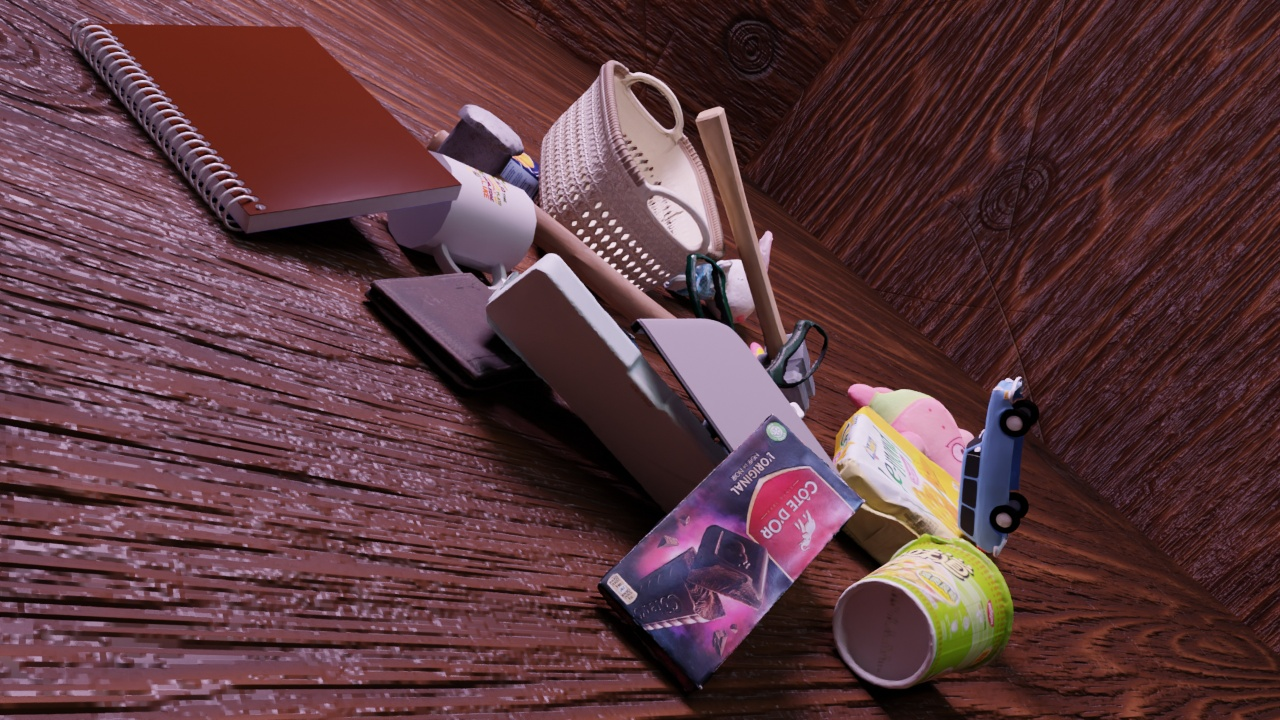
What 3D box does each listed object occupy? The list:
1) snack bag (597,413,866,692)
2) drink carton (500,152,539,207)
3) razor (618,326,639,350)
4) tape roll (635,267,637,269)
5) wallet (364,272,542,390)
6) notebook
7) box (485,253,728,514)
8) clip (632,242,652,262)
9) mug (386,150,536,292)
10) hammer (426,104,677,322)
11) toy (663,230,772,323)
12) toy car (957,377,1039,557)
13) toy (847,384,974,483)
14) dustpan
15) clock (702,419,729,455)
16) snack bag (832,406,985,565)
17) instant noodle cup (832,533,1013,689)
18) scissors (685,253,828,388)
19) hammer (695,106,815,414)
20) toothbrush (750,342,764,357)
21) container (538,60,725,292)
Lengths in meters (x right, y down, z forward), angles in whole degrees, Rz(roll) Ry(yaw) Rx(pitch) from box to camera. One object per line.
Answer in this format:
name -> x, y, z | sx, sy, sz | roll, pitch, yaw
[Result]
snack bag -> 0.052, 0.099, 0.499 | 0.074, 0.018, 0.154 | 44, 59, 10
drink carton -> -0.134, -0.205, 1.030 | 0.130, 0.040, 0.064 | 40, 18, 4
razor -> -0.005, 0.005, 0.785 | 0.042, 0.022, 0.143 | 26, 21, -32
tape roll -> -0.033, -0.128, 1.076 | 0.091, 0.016, 0.093 | 19, 25, -47
wallet -> -0.114, -0.023, 0.620 | 0.099, 0.031, 0.119 | 41, 19, 14
notebook -> -0.253, -0.168, 0.629 | 0.209, 0.022, 0.171 | 45, 38, 20
box -> -0.015, 0.017, 0.602 | 0.197, 0.075, 0.125 | 49, 6, -13
clip -> 0.023, -0.138, 1.208 | 0.113, 0.028, 0.126 | 39, 16, 7
mug -> -0.136, -0.100, 0.716 | 0.089, 0.074, 0.105 | 14, 58, -53
hammer -> -0.053, -0.088, 0.803 | 0.328, 0.098, 0.052 | 39, 17, -2
toy -> 0.103, -0.098, 1.155 | 0.205, 0.131, 0.105 | -6, 62, -58
toy car -> 0.306, 0.089, 0.790 | 0.055, 0.153, 0.056 | 8, 12, 31
toy -> 0.355, 0.114, 1.121 | 0.191, 0.097, 0.236 | 1, 48, -51
dustpan -> 0.087, 0.042, 0.658 | 0.163, 0.033, 0.257 | 55, 22, 13
clock -> 0.101, 0.071, 0.775 | 0.090, 0.052, 0.129 | 13, 31, -54
snack bag -> 0.248, 0.135, 0.882 | 0.159, 0.068, 0.246 | 40, 18, 7
instant noodle cup -> 0.187, 0.176, 0.625 | 0.107, 0.099, 0.099 | 0, 40, -50
scissors -> 0.119, -0.011, 0.878 | 0.203, 0.015, 0.201 | -12, 85, -42
hammer -> 0.116, -0.098, 0.944 | 0.117, 0.051, 0.323 | -69, 143, -61
toothbrush -> 0.149, 0.007, 1.108 | 0.021, 0.016, 0.135 | 32, 16, -15
container -> -0.013, -0.184, 0.957 | 0.184, 0.143, 0.245 | 42, 27, -34
